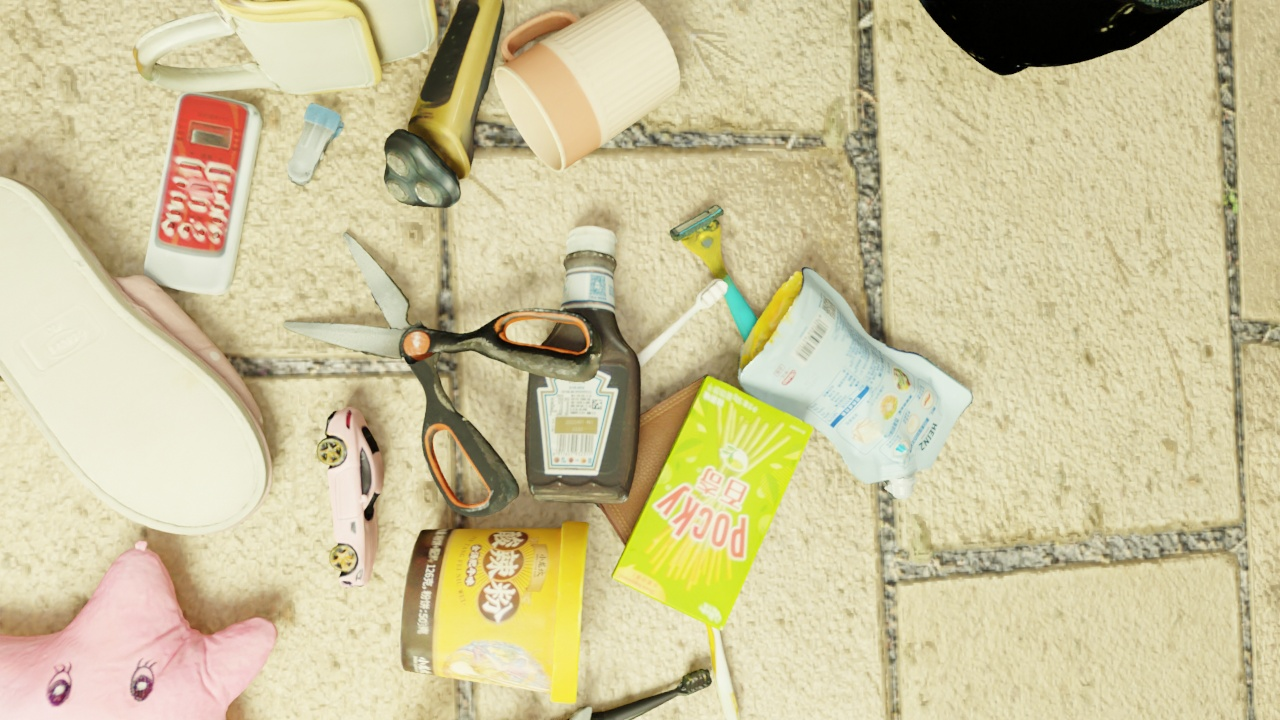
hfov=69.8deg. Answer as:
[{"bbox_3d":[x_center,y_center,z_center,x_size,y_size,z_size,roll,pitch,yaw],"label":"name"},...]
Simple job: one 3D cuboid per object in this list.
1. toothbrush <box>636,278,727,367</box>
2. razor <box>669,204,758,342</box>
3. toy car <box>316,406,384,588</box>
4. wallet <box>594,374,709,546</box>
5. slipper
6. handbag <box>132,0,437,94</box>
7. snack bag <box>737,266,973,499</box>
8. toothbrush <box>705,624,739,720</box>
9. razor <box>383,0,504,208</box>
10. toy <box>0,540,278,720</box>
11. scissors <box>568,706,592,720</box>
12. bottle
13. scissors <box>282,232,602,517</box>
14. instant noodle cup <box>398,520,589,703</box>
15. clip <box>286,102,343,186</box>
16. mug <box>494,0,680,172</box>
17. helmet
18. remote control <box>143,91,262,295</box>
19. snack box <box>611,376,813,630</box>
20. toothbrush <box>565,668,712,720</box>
[{"bbox_3d":[-0.004,0.004,0.670,0.180,0.016,0.016,-43,97,1],"label":"toothbrush"},{"bbox_3d":[0.070,-0.050,0.692,0.043,0.028,0.132,-30,98,-3],"label":"razor"},{"bbox_3d":[-0.193,0.093,0.625,0.037,0.056,0.122,-6,90,-4],"label":"toy car"},{"bbox_3d":[0.026,0.082,0.671,0.124,0.032,0.101,-32,83,-8],"label":"wallet"},{"bbox_3d":[-0.349,0.000,0.597,0.114,0.054,0.274,-41,99,-9],"label":"slipper"},{"bbox_3d":[-0.216,-0.205,0.574,0.178,0.163,0.063,-30,95,-9],"label":"handbag"},{"bbox_3d":[0.165,0.022,0.698,0.191,0.039,0.110,36,73,-21],"label":"snack bag"},{"bbox_3d":[0.047,0.189,0.688,0.018,0.016,0.191,-14,91,-15],"label":"toothbrush"},{"bbox_3d":[-0.134,-0.189,0.643,0.062,0.067,0.167,10,78,28],"label":"razor"},{"bbox_3d":[-0.337,0.203,0.584,0.194,0.075,0.178,5,87,-10],"label":"toy"},{"bbox_3d":[-0.092,0.313,0.636,0.170,0.019,0.171,13,99,-18],"label":"scissors"},{"bbox_3d":[-0.039,0.002,0.648,0.080,0.044,0.194,0,77,7],"label":"bottle"},{"bbox_3d":[-0.135,0.004,0.622,0.221,0.022,0.227,-9,78,3],"label":"scissors"},{"bbox_3d":[-0.095,0.164,0.616,0.114,0.118,0.118,5,87,-2],"label":"instant noodle cup"},{"bbox_3d":[-0.230,-0.150,0.644,0.025,0.036,0.058,22,81,-12],"label":"clip"},{"bbox_3d":[-0.046,-0.206,0.655,0.105,0.082,0.114,-35,66,-12],"label":"mug"},{"bbox_3d":[0.285,-0.337,0.642,0.233,0.231,0.274,-39,86,-19],"label":"helmet"},{"bbox_3d":[-0.299,-0.114,0.627,0.056,0.020,0.136,10,86,-11],"label":"remote control"},{"bbox_3d":[0.051,0.098,0.642,0.086,0.026,0.156,27,81,-1],"label":"snack box"},{"bbox_3d":[-0.045,0.269,0.663,0.212,0.026,0.027,-20,132,-11],"label":"toothbrush"}]
